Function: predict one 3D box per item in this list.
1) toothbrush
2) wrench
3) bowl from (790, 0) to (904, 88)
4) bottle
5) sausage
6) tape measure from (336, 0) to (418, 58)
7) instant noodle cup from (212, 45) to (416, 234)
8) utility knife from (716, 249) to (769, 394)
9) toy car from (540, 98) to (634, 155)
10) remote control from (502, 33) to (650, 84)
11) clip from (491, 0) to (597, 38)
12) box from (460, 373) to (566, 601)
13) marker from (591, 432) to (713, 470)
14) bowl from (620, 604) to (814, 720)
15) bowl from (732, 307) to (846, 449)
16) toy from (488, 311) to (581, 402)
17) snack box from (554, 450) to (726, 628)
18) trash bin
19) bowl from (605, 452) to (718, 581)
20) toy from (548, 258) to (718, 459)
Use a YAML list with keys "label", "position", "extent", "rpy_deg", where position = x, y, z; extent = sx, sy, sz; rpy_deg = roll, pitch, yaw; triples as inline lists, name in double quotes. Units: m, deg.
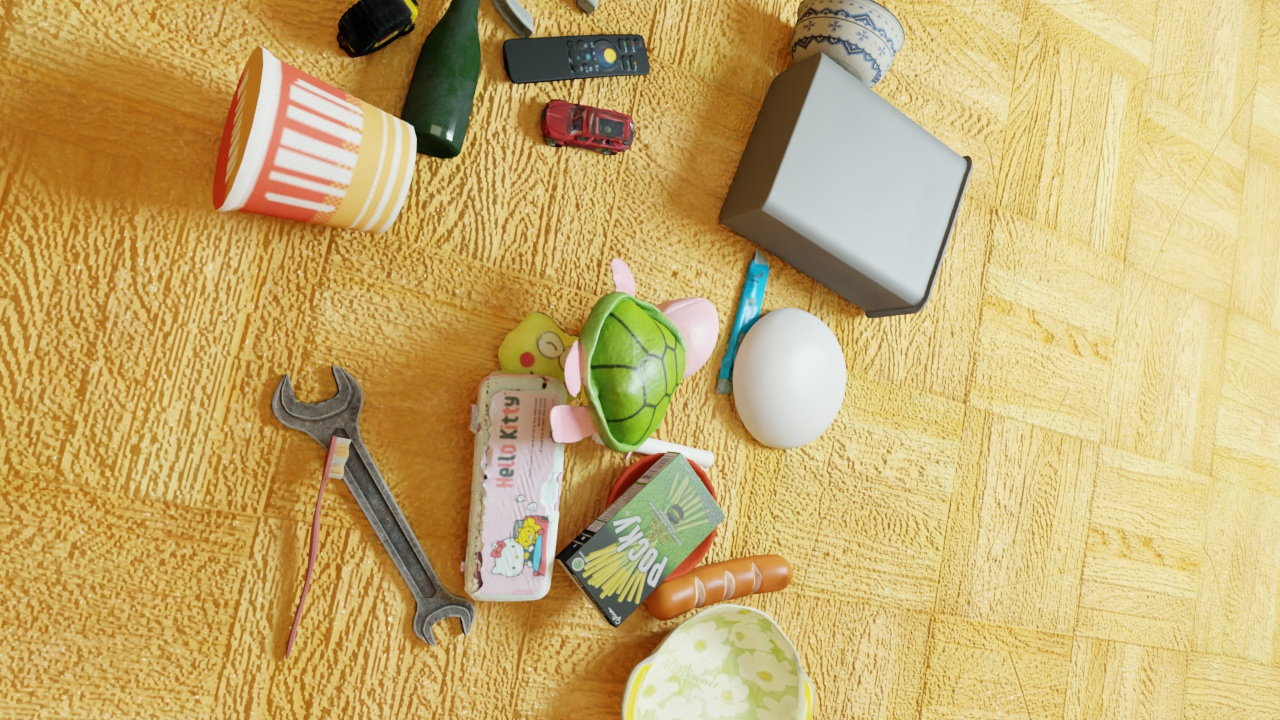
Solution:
- label: "toothbrush"
  position: [-0.264, 0.152, 0.744]
  extent: [0.015, 0.015, 0.184]
  rpy_deg: [14, 88, -25]
- label: "wrench"
  position: [-0.220, 0.126, 0.777]
  extent: [0.070, 0.010, 0.273]
  rpy_deg: [-32, 103, -24]
- label: "bowl"
  position: [0.208, -0.322, 0.953]
  extent: [0.115, 0.116, 0.059]
  rpy_deg: [26, 81, -25]
- label: "bottle"
  position: [-0.162, -0.265, 0.792]
  extent: [0.055, 0.055, 0.174]
  rpy_deg: [17, 80, -26]
- label: "sausage"
  position: [0.079, 0.222, 0.910]
  extent: [0.164, 0.044, 0.039]
  rpy_deg: [-6, 117, -27]
- label: "tape measure"
  position: [-0.219, -0.283, 0.758]
  extent: [0.067, 0.063, 0.038]
  rpy_deg: [-40, 106, -21]
- label: "instant noodle cup"
  position: [-0.250, -0.160, 0.713]
  extent: [0.121, 0.124, 0.123]
  rpy_deg: [14, 82, -34]
- label: "utility knife"
  position: [0.108, -0.039, 0.950]
  extent: [0.031, 0.015, 0.158]
  rpy_deg: [19, 79, -30]
- label: "toy car"
  position: [-0.050, -0.219, 0.862]
  extent: [0.091, 0.036, 0.042]
  rpy_deg: [4, 88, -22]
- label: "remote control"
  position: [-0.059, -0.284, 0.866]
  extent: [0.151, 0.020, 0.041]
  rpy_deg: [-13, 94, -28]
- label: "clip"
  position: [-0.128, -0.367, 0.828]
  extent: [0.143, 0.029, 0.172]
  rpy_deg: [-42, 106, -24]
- label: "box"
  position: [-0.110, 0.110, 0.791]
  extent: [0.086, 0.044, 0.202]
  rpy_deg: [2, 101, -21]
- label: "marker"
  position: [0.012, 0.086, 0.894]
  extent: [0.133, 0.017, 0.020]
  rpy_deg: [15, 83, -26]
- label: "bowl"
  position: [0.066, 0.328, 0.893]
  extent: [0.219, 0.060, 0.188]
  rpy_deg: [15, 81, -27]
- label: "bowl"
  position: [0.166, 0.020, 0.953]
  extent: [0.149, 0.043, 0.149]
  rpy_deg: [-2, 94, -33]
- label: "toy"
  position: [-0.094, 0.019, 0.827]
  extent: [0.092, 0.046, 0.115]
  rpy_deg: [34, 82, -26]
- label: "snack box"
  position: [0.002, 0.162, 0.841]
  extent: [0.147, 0.025, 0.080]
  rpy_deg: [-41, 107, -22]
- label: "trash bin"
  position: [0.219, -0.178, 0.965]
  extent: [0.219, 0.098, 0.191]
  rpy_deg: [27, 77, -23]
- label: "bowl"
  position: [0.015, 0.149, 0.884]
  extent: [0.121, 0.035, 0.122]
  rpy_deg: [1, 88, -27]
- label: "toy"
  position: [-0.005, 0.005, 0.814]
  extent: [0.237, 0.088, 0.190]
  rpy_deg: [-28, 116, -56]
